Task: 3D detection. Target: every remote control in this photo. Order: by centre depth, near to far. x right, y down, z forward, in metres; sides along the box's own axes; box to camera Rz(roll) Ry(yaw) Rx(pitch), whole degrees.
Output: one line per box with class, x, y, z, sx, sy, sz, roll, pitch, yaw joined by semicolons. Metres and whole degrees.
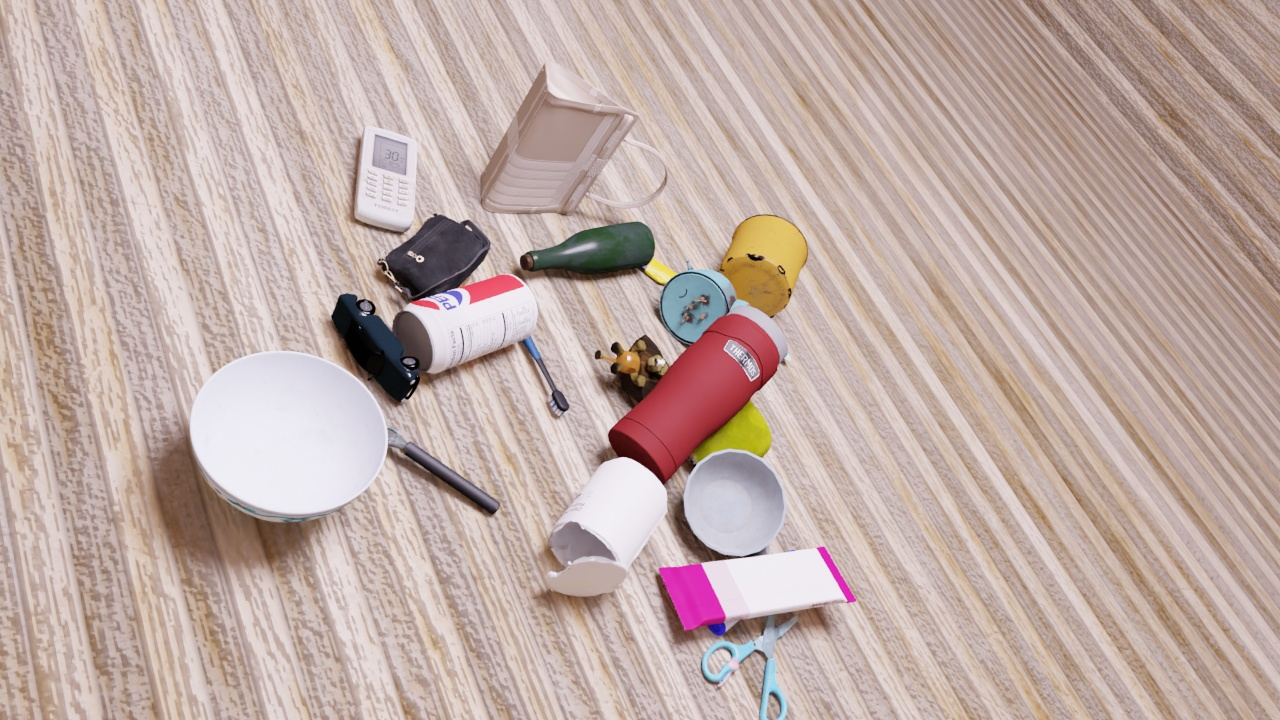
remote control;-0.273;-0.196;0.986;0.060;0.026;0.138;13;49;-26

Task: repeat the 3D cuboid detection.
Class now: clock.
clock;0.080;-0.055;1.069;0.124;0.090;0.053;46;34;7

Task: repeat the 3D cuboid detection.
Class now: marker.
marker;0.116;0.228;0.909;0.141;0.020;0.020;-25;72;-44

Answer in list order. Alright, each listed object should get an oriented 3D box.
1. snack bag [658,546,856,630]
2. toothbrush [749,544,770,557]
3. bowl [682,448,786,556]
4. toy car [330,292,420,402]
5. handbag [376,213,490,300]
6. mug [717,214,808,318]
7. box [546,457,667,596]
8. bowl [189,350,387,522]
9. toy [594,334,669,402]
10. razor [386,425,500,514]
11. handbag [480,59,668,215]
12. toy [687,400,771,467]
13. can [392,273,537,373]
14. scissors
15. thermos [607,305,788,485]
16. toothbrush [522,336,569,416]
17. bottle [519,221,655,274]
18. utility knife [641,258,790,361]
snack bag;0.115;0.218;0.890;0.196;0.016;0.070;-1;44;-27
toothbrush;0.128;0.136;0.994;0.024;0.022;0.185;23;44;-17
bowl;0.091;0.145;0.930;0.106;0.039;0.106;3;74;-10
toy car;-0.244;-0.012;0.840;0.112;0.046;0.034;49;42;12
handbag;-0.209;-0.107;0.939;0.079;0.054;0.128;34;46;-1
mug;0.156;-0.108;1.166;0.093;0.101;0.124;-63;140;-44
box;-0.032;0.159;0.824;0.089;0.080;0.142;53;43;-10
bowl;-0.281;0.072;0.724;0.144;0.074;0.143;19;47;-21
toy;-0.006;0.006;0.973;0.100;0.063;0.076;21;62;-44
razor;-0.186;0.093;0.811;0.144;0.022;0.042;33;45;-8
handbag;-0.058;-0.226;1.054;0.197;0.176;0.062;14;49;-28
toy;0.089;0.079;0.990;0.109;0.051;0.090;-25;74;-41
can;-0.168;-0.037;0.894;0.131;0.070;0.070;-25;72;-44
scissors;0.123;0.287;0.870;0.140;0.015;0.111;-23;70;-38
thermos;0.056;0.035;0.948;0.198;0.108;0.084;-44;99;-23
toothbrush;-0.114;-0.014;0.953;0.014;0.014;0.167;0;52;-48
bottle;-0.063;-0.123;1.051;0.173;0.055;0.055;-15;65;-40
utility knife;0.095;-0.063;1.136;0.223;0.019;0.030;31;49;-3
